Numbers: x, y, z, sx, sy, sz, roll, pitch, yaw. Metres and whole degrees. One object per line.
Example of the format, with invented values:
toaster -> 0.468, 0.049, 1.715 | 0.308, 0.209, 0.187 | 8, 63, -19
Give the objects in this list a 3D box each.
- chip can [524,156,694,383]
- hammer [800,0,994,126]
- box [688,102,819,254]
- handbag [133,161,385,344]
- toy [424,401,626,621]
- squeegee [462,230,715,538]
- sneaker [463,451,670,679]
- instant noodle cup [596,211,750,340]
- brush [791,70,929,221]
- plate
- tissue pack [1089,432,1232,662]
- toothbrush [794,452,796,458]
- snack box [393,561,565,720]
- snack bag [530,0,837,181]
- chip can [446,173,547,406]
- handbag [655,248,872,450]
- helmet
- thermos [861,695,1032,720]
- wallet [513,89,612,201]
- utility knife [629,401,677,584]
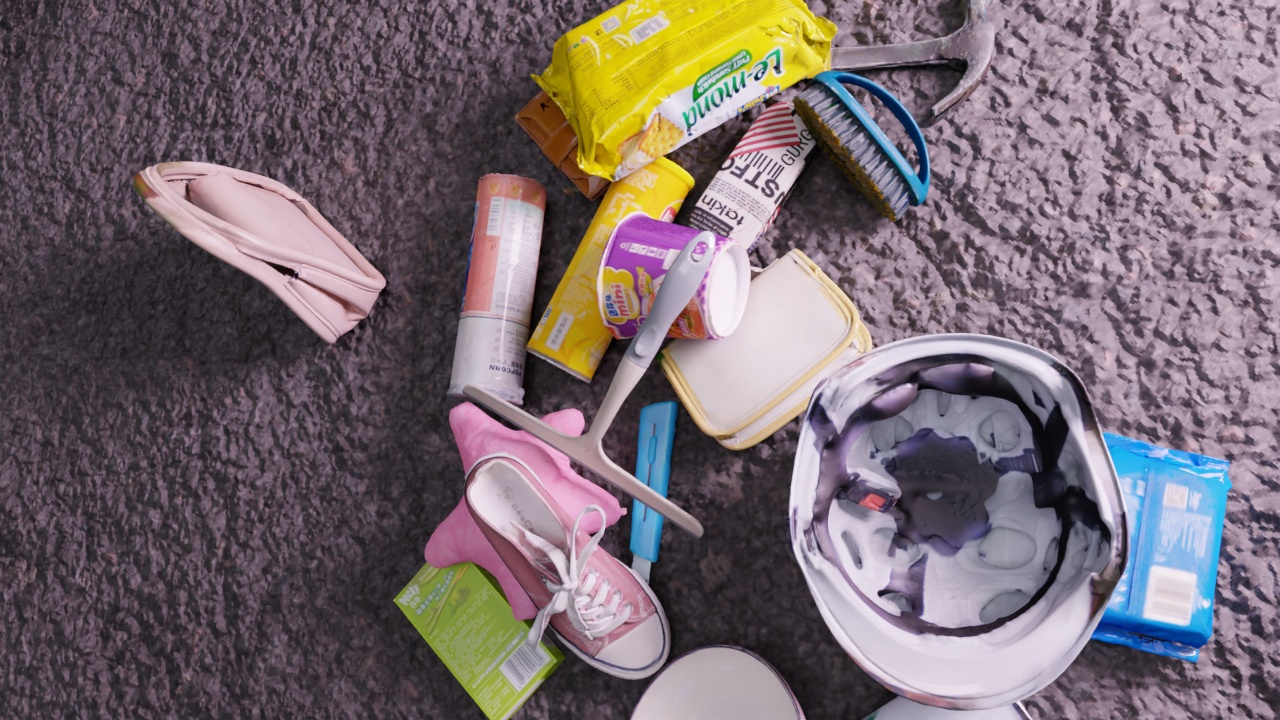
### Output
chip can -> -0.028, -0.088, 0.851 | 0.072, 0.072, 0.213 | 26, 88, 20
hammer -> 0.154, -0.274, 0.849 | 0.324, 0.032, 0.126 | 1, 79, 18
box -> 0.103, -0.163, 0.822 | 0.074, 0.064, 0.164 | 24, 77, 37
handbag -> -0.375, -0.120, 0.879 | 0.193, 0.234, 0.093 | 40, 91, 20
toy -> -0.102, 0.137, 0.833 | 0.178, 0.074, 0.194 | 7, 83, 6
squeegee -> -0.004, 0.004, 0.737 | 0.246, 0.039, 0.247 | 32, 117, 3
sneaker -> -0.060, 0.179, 0.761 | 0.118, 0.088, 0.241 | -39, 99, -3
instant noodle cup -> 0.033, -0.066, 0.777 | 0.099, 0.111, 0.111 | 12, 83, 27
brush -> 0.199, -0.193, 0.792 | 0.073, 0.055, 0.144 | -40, 92, 3
plate -> 0.062, 0.326, 0.728 | 0.193, 0.039, 0.192 | -28, 46, 33
tissue pack -> 0.380, 0.138, 0.690 | 0.095, 0.052, 0.157 | 10, 83, 17
toothbrush -> 0.216, 0.039, 0.778 | 0.192, 0.018, 0.016 | -29, 72, 11
snack box -> -0.151, 0.248, 0.850 | 0.156, 0.026, 0.086 | 43, 94, 19
snack bag -> 0.030, -0.274, 0.822 | 0.246, 0.068, 0.158 | -28, 54, 4
chip can -> -0.135, -0.067, 0.881 | 0.071, 0.071, 0.214 | 3, 81, 18
handbag -> 0.095, -0.027, 0.815 | 0.163, 0.063, 0.178 | -38, 56, 7
helmet -> 0.230, 0.113, 0.692 | 0.229, 0.145, 0.258 | -8, 82, 17
thermos -> 0.186, 0.308, 0.712 | 0.224, 0.073, 0.073 | -37, 71, 8
wallet -> -0.053, -0.228, 0.908 | 0.119, 0.035, 0.130 | -42, 70, 0
utility knife -> 0.010, 0.118, 0.829 | 0.034, 0.018, 0.166 | 4, 82, 17
